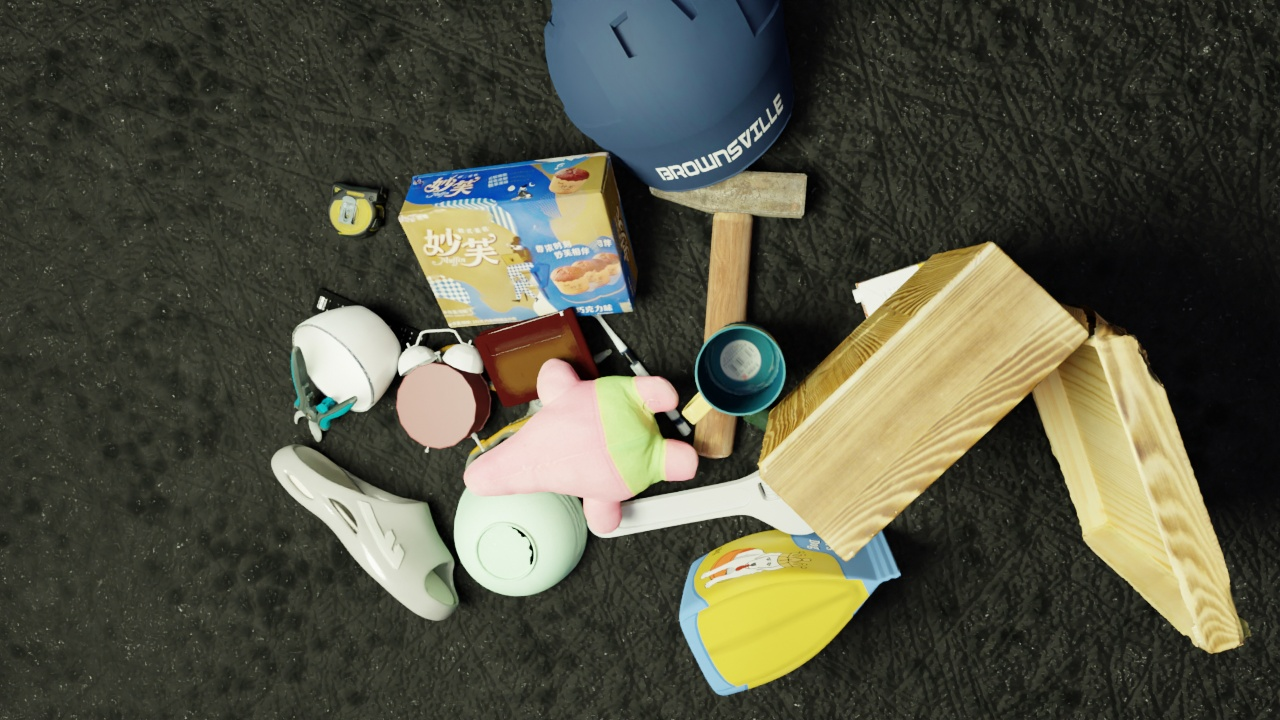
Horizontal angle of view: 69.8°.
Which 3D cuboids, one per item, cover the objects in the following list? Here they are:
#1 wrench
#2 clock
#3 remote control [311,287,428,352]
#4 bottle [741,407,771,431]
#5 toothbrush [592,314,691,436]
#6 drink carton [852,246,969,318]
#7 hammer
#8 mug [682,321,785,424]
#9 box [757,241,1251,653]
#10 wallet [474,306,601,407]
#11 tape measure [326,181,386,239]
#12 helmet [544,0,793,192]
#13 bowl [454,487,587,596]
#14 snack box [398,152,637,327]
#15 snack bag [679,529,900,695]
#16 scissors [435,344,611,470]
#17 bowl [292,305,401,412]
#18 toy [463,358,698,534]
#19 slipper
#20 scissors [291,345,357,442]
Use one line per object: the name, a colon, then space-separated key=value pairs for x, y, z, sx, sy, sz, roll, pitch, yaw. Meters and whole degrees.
wrench: x=0.070 y=0.160 z=0.968 sx=0.274 sy=0.018 sz=0.087 roll=-15 pitch=110 yaw=23
clock: x=-0.213 y=0.035 z=0.994 sx=0.096 sy=0.048 sz=0.137 roll=-2 pitch=96 yaw=14
remote control: x=-0.308 y=-0.042 z=1.042 sx=0.140 sy=0.009 sz=0.030 roll=23 pitch=99 yaw=7
bottle: x=0.180 y=0.088 z=0.936 sx=0.174 sy=0.055 sz=0.055 roll=28 pitch=100 yaw=2
toothbrush: x=-0.006 y=0.006 z=0.988 sx=0.012 sy=0.017 sz=0.187 roll=-38 pitch=88 yaw=14
drink carton: x=0.274 y=-0.074 z=0.908 sx=0.123 sy=0.058 sz=0.040 roll=-18 pitch=92 yaw=11
hammer: x=0.082 y=-0.046 z=0.957 sx=0.158 sy=0.037 sz=0.301 roll=5 pitch=96 yaw=10
mug: x=0.085 y=0.014 z=0.888 sx=0.083 sy=0.107 sz=0.114 roll=45 pitch=100 yaw=-1
box: x=0.309 y=0.074 z=0.746 sx=0.323 sy=0.279 sz=0.284 roll=43 pitch=101 yaw=5
wallet: x=-0.107 y=-0.001 z=0.968 sx=0.116 sy=0.018 sz=0.091 roll=-14 pitch=111 yaw=19
tape measure: x=-0.317 y=-0.166 z=1.019 sx=0.062 sy=0.034 sz=0.061 roll=8 pitch=99 yaw=10
helmet: x=0.013 y=-0.320 z=0.873 sx=0.232 sy=0.223 sz=0.272 roll=-30 pitch=53 yaw=10
bowl: x=-0.137 y=0.193 z=0.993 sx=0.151 sy=0.077 sz=0.151 roll=1 pitch=103 yaw=6
snack box: x=-0.117 y=-0.118 z=0.929 sx=0.203 sy=0.069 sz=0.155 roll=-4 pitch=136 yaw=10
snack bag: x=0.151 y=0.225 z=0.909 sx=0.205 sy=0.159 sz=0.102 roll=-26 pitch=92 yaw=10
scissors: x=-0.134 y=0.038 z=1.015 sx=0.225 sy=0.016 sz=0.216 roll=-40 pitch=88 yaw=11
bowl: x=-0.314 y=-0.008 z=1.000 sx=0.116 sy=0.065 sz=0.116 roll=22 pitch=136 yaw=23
toy: x=-0.066 y=0.092 z=0.937 sx=0.237 sy=0.096 sz=0.192 roll=-17 pitch=96 yaw=3
slipper: x=-0.289 y=0.170 z=1.019 sx=0.266 sy=0.113 sz=0.080 roll=41 pitch=89 yaw=10
scissors: x=-0.361 y=0.039 z=1.013 sx=0.154 sy=0.019 sz=0.124 roll=-8 pitch=119 yaw=41
